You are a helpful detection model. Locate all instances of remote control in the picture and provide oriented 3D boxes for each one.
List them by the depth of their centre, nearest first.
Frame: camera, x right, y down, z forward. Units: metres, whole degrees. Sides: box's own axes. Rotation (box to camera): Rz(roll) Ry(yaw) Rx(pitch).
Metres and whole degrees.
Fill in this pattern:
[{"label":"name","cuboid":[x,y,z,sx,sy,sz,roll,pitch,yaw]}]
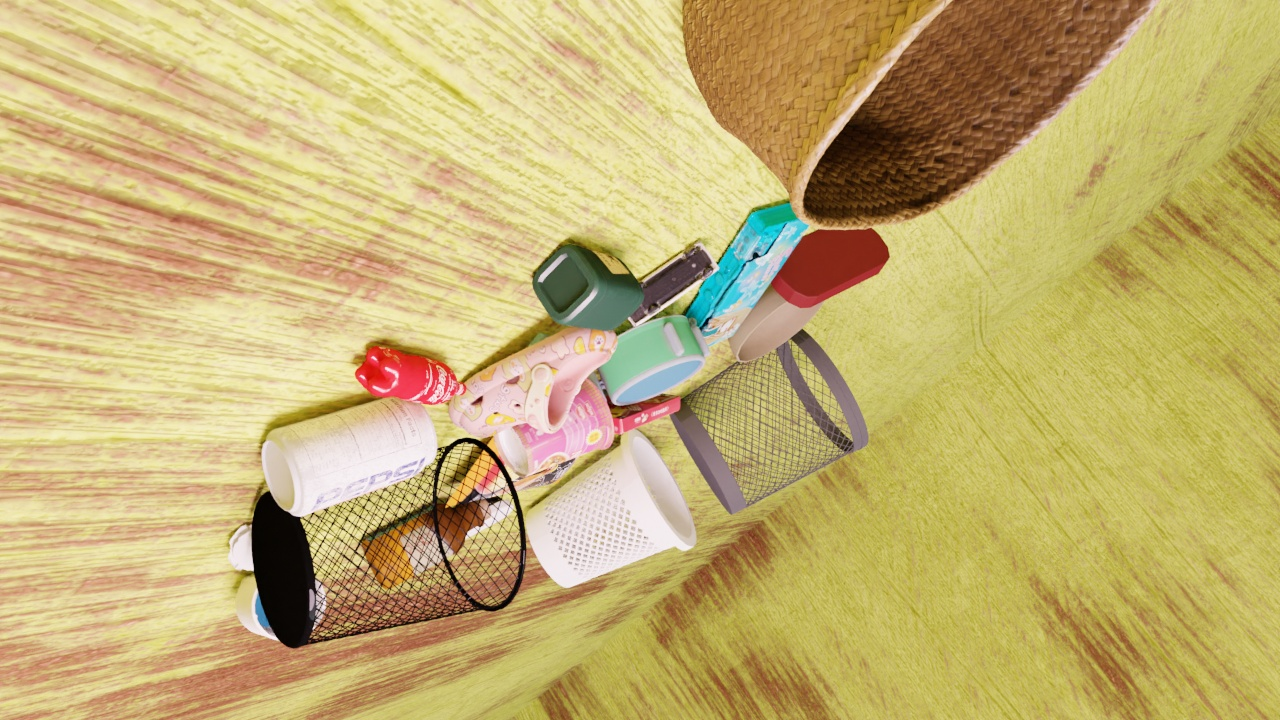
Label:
[{"label":"remote control","cuboid":[-0.230,0.223,1.215,0.136,0.013,0.043,-27,158,-24]}]

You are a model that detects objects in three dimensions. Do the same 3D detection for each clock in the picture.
[{"label":"clock","cuboid":[-0.007,0.006,1.084,0.162,0.075,0.121,-31,164,24]}]

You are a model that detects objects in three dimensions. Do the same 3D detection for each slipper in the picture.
[{"label":"slipper","cuboid":[-0.104,0.034,0.933,0.197,0.081,0.093,-30,160,16]}]

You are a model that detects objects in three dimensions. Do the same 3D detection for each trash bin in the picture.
[{"label":"trash bin","cuboid":[-0.252,0.181,0.903,0.209,0.184,0.185,-7,146,-41]},{"label":"trash bin","cuboid":[-0.052,0.235,1.377,0.200,0.195,0.195,-30,161,11]},{"label":"trash bin","cuboid":[0.186,0.095,1.396,0.227,0.217,0.218,-30,160,-5]}]

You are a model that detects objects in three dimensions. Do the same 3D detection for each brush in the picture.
[{"label":"brush","cuboid":[0.236,-0.121,1.170,0.173,0.082,0.042,-26,158,-27]}]

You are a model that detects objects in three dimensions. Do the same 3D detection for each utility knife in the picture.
[{"label":"utility knife","cuboid":[-0.084,-0.011,0.992,0.022,0.015,0.126,-57,157,6]}]

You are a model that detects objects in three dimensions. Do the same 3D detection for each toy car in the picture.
[{"label":"toy car","cuboid":[0.028,-0.082,0.990,0.113,0.039,0.039,-35,-179,-5]}]

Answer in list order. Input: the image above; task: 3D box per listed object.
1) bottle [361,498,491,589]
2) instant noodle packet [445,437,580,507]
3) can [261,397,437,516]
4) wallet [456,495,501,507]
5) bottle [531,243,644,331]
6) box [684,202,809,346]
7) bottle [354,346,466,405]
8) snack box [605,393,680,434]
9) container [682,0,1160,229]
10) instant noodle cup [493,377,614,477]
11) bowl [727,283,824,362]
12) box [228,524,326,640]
[{"label":"bottle","cuboid":[-0.259,0.217,1.138,0.156,0.068,0.068,-26,158,-26]},{"label":"instant noodle packet","cuboid":[-0.131,0.114,1.161,0.160,0.032,0.220,-53,155,23]},{"label":"can","cuboid":[-0.259,0.082,0.821,0.135,0.078,0.078,-18,153,-41]},{"label":"wallet","cuboid":[-0.246,0.222,1.239,0.123,0.019,0.072,-43,159,18]},{"label":"bottle","cuboid":[-0.038,-0.066,0.875,0.061,0.061,0.131,-42,159,20]},{"label":"box","cuboid":[0.121,-0.095,1.100,0.094,0.041,0.227,-21,155,-38]},{"label":"bottle","cuboid":[-0.199,0.017,0.826,0.042,0.042,0.141,-40,160,11]},{"label":"snack box","cuboid":[-0.022,0.061,1.143,0.132,0.089,0.021,-18,112,-54]},{"label":"container","cuboid":[0.186,-0.254,0.628,0.306,0.196,0.307,-30,160,-12]},{"label":"instant noodle cup","cuboid":[-0.101,0.078,1.032,0.108,0.097,0.098,-26,158,-32]},{"label":"bowl","cuboid":[0.177,-0.066,1.243,0.152,0.050,0.152,-31,160,-13]},{"label":"box","cuboid":[-0.386,0.224,0.958,0.083,0.141,0.140,-18,-178,-34]}]
